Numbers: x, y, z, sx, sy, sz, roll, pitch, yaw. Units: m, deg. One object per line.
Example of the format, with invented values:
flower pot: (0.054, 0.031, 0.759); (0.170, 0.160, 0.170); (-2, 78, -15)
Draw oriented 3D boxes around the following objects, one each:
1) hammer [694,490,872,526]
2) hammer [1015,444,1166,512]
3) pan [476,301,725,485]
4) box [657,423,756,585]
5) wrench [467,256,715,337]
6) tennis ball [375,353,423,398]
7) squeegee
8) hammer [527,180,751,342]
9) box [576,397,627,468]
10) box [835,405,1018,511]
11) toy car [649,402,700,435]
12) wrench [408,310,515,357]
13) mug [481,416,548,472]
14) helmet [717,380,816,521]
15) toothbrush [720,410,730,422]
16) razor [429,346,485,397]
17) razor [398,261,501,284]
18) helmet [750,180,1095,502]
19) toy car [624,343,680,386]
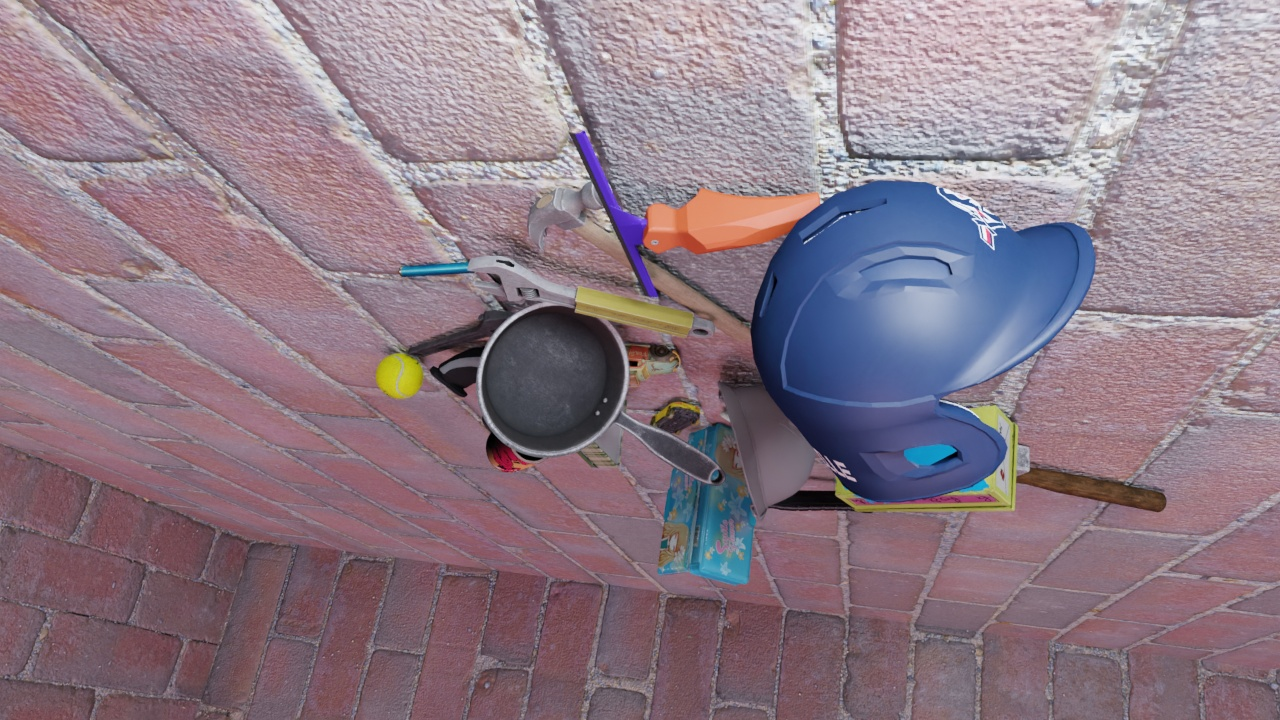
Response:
hammer: (0.228, 0.239, 1.571); (0.333, 0.117, 0.025); (0, 159, 10)
hammer: (0.617, 0.193, 1.374); (0.300, 0.037, 0.218); (12, 158, -7)
pan: (-0.037, 0.063, 1.112); (0.356, 0.187, 0.055); (33, 177, -26)
box: (0.104, 0.223, 1.401); (0.098, 0.226, 0.122); (22, 155, -28)
wrench: (-0.050, -0.063, 0.983); (0.273, 0.018, 0.084); (12, 156, -8)
tennis ball: (-0.344, 0.022, 1.311); (0.065, 0.065, 0.065); (8, 158, 3)
squeegee: (0.064, -0.121, 0.802); (0.185, 0.055, 0.250); (-8, 151, 12)
hammer: (0.018, -0.090, 0.951); (0.120, 0.030, 0.331); (-10, 154, 41)
box: (-0.072, 0.065, 1.237); (0.049, 0.117, 0.205); (0, 158, 18)
box: (0.374, 0.134, 1.216); (0.222, 0.124, 0.081); (-12, 148, 40)
toy car: (0.050, 0.085, 1.348); (0.049, 0.030, 0.107); (16, 155, -19)
wrench: (-0.230, -0.030, 1.195); (0.073, 0.018, 0.274); (16, 161, -40)
mug: (-0.211, 0.125, 1.507); (0.118, 0.081, 0.098); (46, 147, -12)
helmet: (0.182, 0.107, 1.208); (0.118, 0.183, 0.271); (-17, 158, 6)
toothbrush: (0.169, 0.103, 1.364); (0.154, 0.015, 0.022); (28, -167, -39)
razor: (-0.201, 0.006, 1.229); (0.156, 0.060, 0.057); (-19, 172, 14)
razor: (-0.208, -0.100, 1.017); (0.144, 0.022, 0.042); (4, 155, 26)
helmet: (0.218, -0.042, 0.735); (0.273, 0.231, 0.223); (-25, 109, 18)
toy car: (-0.007, 0.007, 1.156); (0.112, 0.047, 0.047); (4, 154, 13)
